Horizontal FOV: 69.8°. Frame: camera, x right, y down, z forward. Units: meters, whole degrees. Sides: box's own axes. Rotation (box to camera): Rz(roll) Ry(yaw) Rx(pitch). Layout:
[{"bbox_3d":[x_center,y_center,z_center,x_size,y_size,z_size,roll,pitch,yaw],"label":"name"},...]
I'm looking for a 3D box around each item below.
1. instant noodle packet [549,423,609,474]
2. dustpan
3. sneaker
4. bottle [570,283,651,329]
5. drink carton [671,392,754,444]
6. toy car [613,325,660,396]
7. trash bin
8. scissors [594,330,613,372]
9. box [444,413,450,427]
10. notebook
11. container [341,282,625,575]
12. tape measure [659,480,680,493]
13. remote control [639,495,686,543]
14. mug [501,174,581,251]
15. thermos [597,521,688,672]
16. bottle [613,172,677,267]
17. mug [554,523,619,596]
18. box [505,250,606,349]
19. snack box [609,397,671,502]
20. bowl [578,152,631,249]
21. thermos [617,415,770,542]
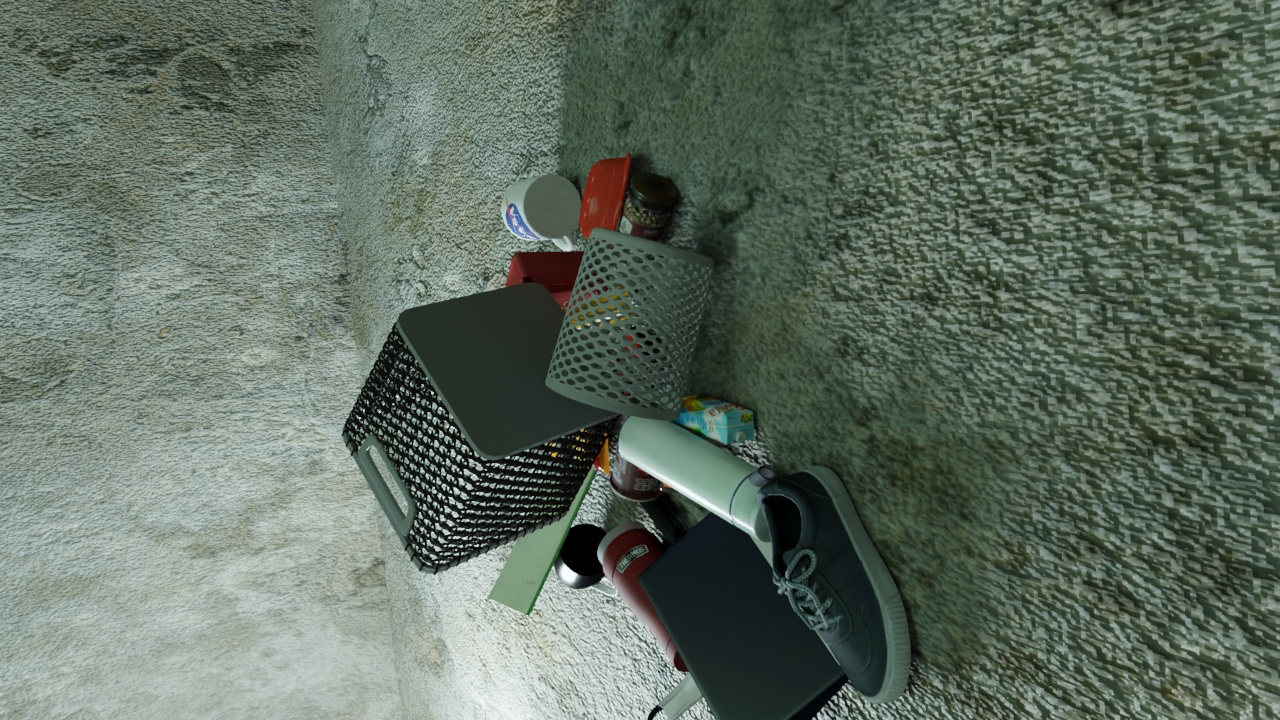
[{"bbox_3d":[-0.099,0.084,1.399,0.221,0.032,0.160,-2,92,62],"label":"instant noodle packet"},{"bbox_3d":[0.092,0.315,1.005,0.273,0.080,0.236,-43,48,9],"label":"dustpan"},{"bbox_3d":[0.171,0.206,0.857,0.089,0.087,0.235,-54,50,52],"label":"sneaker"},{"bbox_3d":[-0.038,-0.071,1.215,0.144,0.043,0.043,-18,81,53],"label":"bottle"},{"bbox_3d":[0.080,0.065,1.041,0.129,0.044,0.038,17,112,61],"label":"drink carton"},{"bbox_3d":[-0.007,0.007,1.184,0.051,0.048,0.100,31,124,56],"label":"toy car"},{"bbox_3d":[-0.008,-0.044,1.027,0.156,0.156,0.183,26,103,58],"label":"trash bin"},{"bbox_3d":[-0.054,-0.008,1.284,0.171,0.012,0.157,13,99,51],"label":"scissors"},{"bbox_3d":[-0.255,0.015,1.487,0.105,0.186,0.144,40,127,32],"label":"box"},{"bbox_3d":[-0.146,0.260,1.405,0.182,0.010,0.252,-11,50,62],"label":"notebook"},{"bbox_3d":[-0.198,0.076,1.166,0.247,0.244,0.244,54,136,20],"label":"container"},{"bbox_3d":[0.046,0.131,1.124,0.058,0.038,0.059,-43,-42,-81],"label":"tape measure"},{"bbox_3d":[0.020,0.189,1.199,0.022,0.047,0.150,-51,42,7],"label":"remote control"},{"bbox_3d":[-0.137,-0.211,1.345,0.121,0.091,0.090,53,161,-22],"label":"mug"},{"bbox_3d":[0.028,0.304,1.178,0.198,0.084,0.108,46,169,46],"label":"thermos"},{"bbox_3d":[0.003,-0.168,1.109,0.056,0.056,0.105,61,146,35],"label":"bottle"},{"bbox_3d":[-0.078,0.315,1.387,0.119,0.084,0.100,41,146,11],"label":"mug"},{"bbox_3d":[-0.128,-0.074,1.314,0.087,0.128,0.158,-119,35,-41],"label":"box"},{"bbox_3d":[0.003,0.112,1.171,0.072,0.072,0.121,48,137,47],"label":"snack box"},{"bbox_3d":[-0.049,-0.202,1.153,0.130,0.045,0.130,-169,91,-82],"label":"bowl"},{"bbox_3d":[0.068,0.123,1.012,0.230,0.067,0.068,27,121,46],"label":"thermos"}]
